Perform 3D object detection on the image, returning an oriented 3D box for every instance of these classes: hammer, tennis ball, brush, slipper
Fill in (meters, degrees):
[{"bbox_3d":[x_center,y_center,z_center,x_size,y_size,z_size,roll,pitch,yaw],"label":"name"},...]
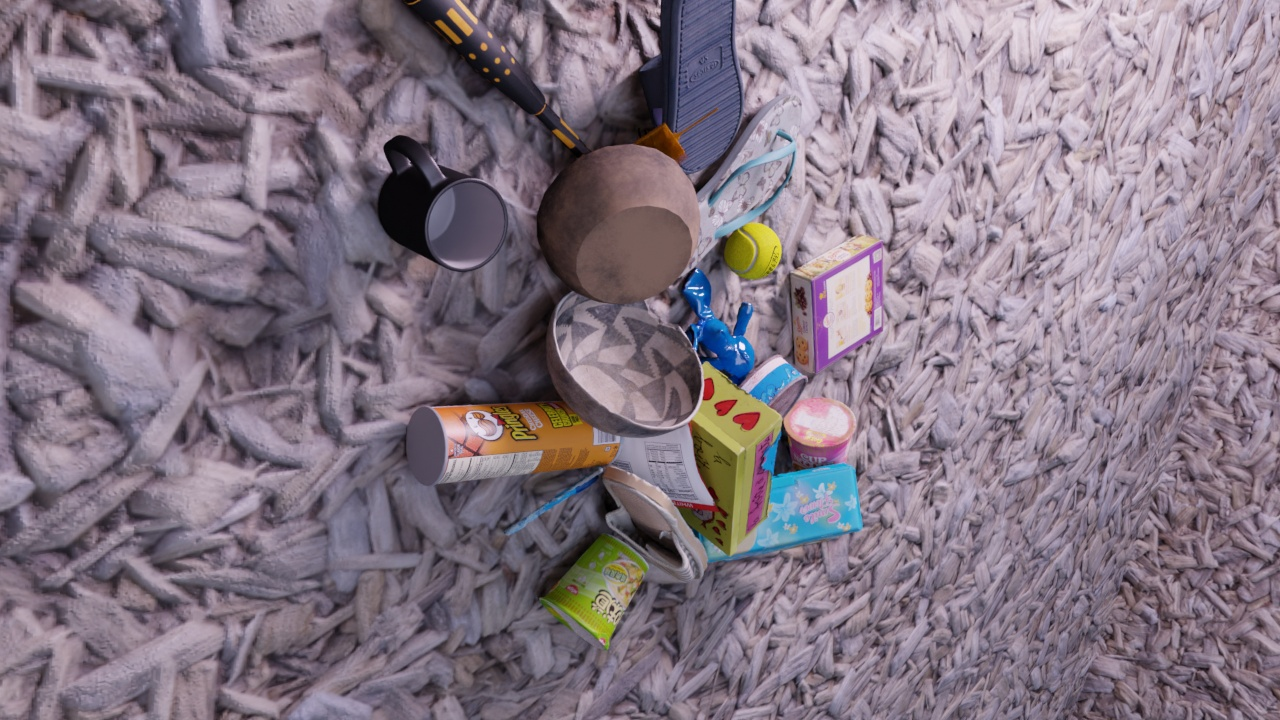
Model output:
[{"bbox_3d":[-0.092,-0.235,0.842,0.123,0.036,0.320,-57,138,-6],"label":"hammer"},{"bbox_3d":[0.131,-0.127,1.069,0.065,0.065,0.065,-19,121,-35],"label":"tennis ball"},{"bbox_3d":[0.019,-0.202,0.891,0.126,0.017,0.048,-31,140,13],"label":"brush"},{"bbox_3d":[0.118,-0.187,1.025,0.268,0.055,0.098,-50,147,-18],"label":"slipper"},{"bbox_3d":[0.014,0.197,1.058,0.054,0.114,0.273,-51,148,-18],"label":"slipper"},{"bbox_3d":[0.039,-0.289,0.893,0.101,0.082,0.264,-39,154,-16],"label":"slipper"}]

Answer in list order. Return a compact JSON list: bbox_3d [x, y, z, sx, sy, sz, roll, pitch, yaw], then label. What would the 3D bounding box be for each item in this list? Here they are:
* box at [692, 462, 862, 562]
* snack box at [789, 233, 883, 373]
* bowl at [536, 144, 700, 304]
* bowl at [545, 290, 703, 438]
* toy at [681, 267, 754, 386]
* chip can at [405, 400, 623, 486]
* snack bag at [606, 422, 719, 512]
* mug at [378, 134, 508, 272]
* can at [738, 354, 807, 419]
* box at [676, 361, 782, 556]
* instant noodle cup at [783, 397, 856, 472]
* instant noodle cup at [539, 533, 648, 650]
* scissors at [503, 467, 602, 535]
[{"bbox_3d":[0.178,0.227,1.229,0.227,0.085,0.170,-9,127,-13],"label":"box"},{"bbox_3d":[0.266,-0.076,1.233,0.147,0.041,0.143,-29,126,-30],"label":"snack box"},{"bbox_3d":[-0.015,-0.121,0.889,0.162,0.070,0.162,-12,136,-12],"label":"bowl"},{"bbox_3d":[-0.028,0.015,0.946,0.178,0.178,0.081,-4,145,-41],"label":"bowl"},{"bbox_3d":[0.092,-0.014,1.088,0.112,0.071,0.176,-59,136,-20],"label":"toy"},{"bbox_3d":[-0.122,0.079,0.929,0.214,0.075,0.075,-1,109,-42],"label":"chip can"},{"bbox_3d":[0.012,0.116,1.035,0.039,0.131,0.144,-58,141,-42],"label":"snack bag"},{"bbox_3d":[-0.175,-0.137,0.771,0.078,0.088,0.114,-41,132,-20],"label":"mug"},{"bbox_3d":[0.150,0.057,1.148,0.129,0.044,0.130,-41,160,-19],"label":"can"},{"bbox_3d":[0.089,0.117,1.068,0.082,0.124,0.221,-39,151,-24],"label":"box"},{"bbox_3d":[0.249,0.124,1.281,0.097,0.098,0.109,-33,135,-27],"label":"instant noodle cup"},{"bbox_3d":[-0.049,0.267,1.079,0.107,0.099,0.099,-53,135,-23],"label":"instant noodle cup"},{"bbox_3d":[-0.088,0.151,1.005,0.134,0.011,0.139,-38,171,21],"label":"scissors"}]
